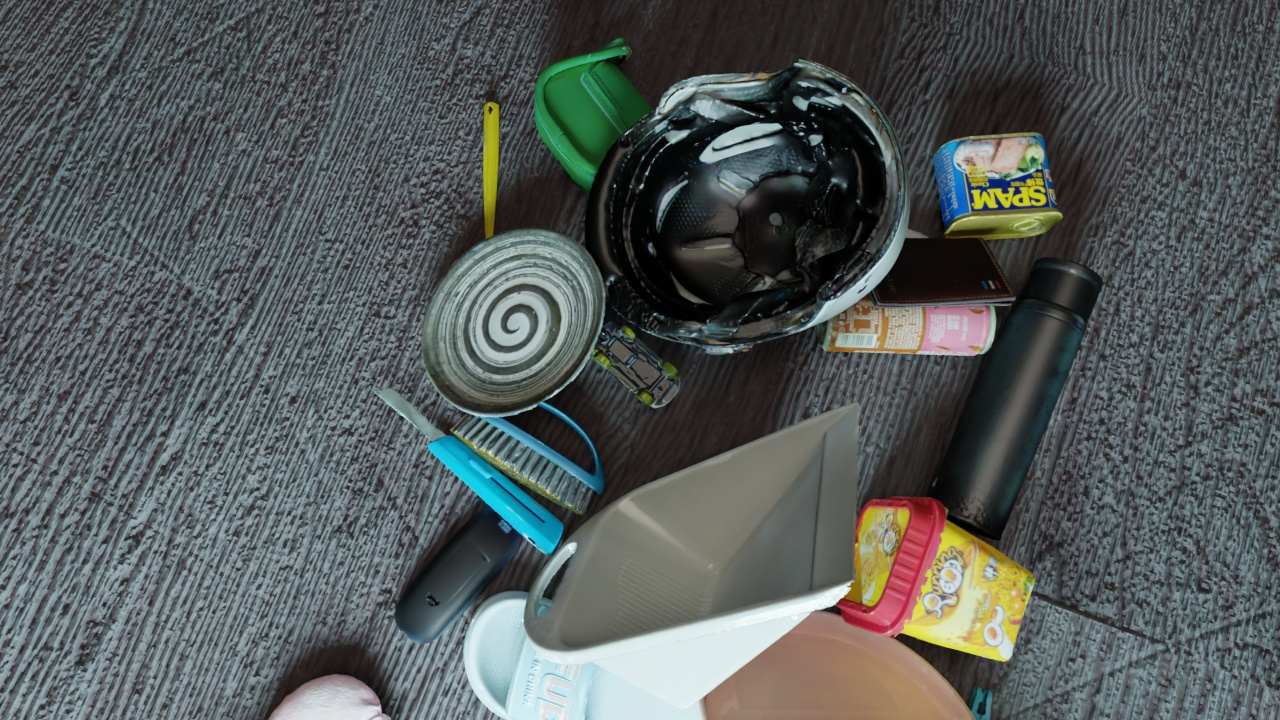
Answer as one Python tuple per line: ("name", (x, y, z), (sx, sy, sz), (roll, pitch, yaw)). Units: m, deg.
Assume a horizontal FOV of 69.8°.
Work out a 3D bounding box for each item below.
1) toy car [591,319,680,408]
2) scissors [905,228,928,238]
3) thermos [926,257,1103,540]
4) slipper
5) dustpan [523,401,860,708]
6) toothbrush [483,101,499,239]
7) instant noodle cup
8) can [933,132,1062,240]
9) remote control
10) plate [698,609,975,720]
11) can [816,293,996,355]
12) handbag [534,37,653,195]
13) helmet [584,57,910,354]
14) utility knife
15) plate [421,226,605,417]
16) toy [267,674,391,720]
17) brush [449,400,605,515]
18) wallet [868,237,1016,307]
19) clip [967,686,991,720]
("toy car", (-0.005, 0.005, 0.826), (0.090, 0.035, 0.042), (41, 82, 7))
("scissors", (0.204, -0.123, 0.866), (0.204, 0.015, 0.202), (-16, 78, -5))
("thermos", (0.331, 0.036, 0.802), (0.068, 0.090, 0.242), (22, 83, 39))
("slipper", (-0.031, 0.270, 0.750), (0.245, 0.074, 0.104), (19, 79, 2))
("dustpan", (0.029, 0.138, 0.698), (0.142, 0.222, 0.258), (32, 121, -4))
("toothbrush", (-0.143, -0.156, 0.868), (0.016, 0.016, 0.190), (-1, 78, 2))
("instant noodle cup", (0.243, 0.184, 0.758), (0.123, 0.116, 0.116), (25, 78, -7))
("can", (0.329, -0.161, 0.853), (0.102, 0.057, 0.083), (-4, 76, -2))
("remote control", (-0.158, 0.184, 0.792), (0.053, 0.024, 0.136), (40, 81, 7))
("plate", (0.153, 0.283, 0.699), (0.229, 0.228, 0.028), (16, 121, 3))
("can", (0.236, -0.035, 0.824), (0.147, 0.058, 0.058), (2, 78, 0))
("handbag", (-0.031, -0.225, 0.857), (0.120, 0.068, 0.131), (-37, 81, -9))
("helmet", (0.104, -0.123, 0.783), (0.275, 0.156, 0.230), (-14, 81, 33))
("utility knife", (-0.153, 0.092, 0.811), (0.216, 0.018, 0.034), (39, 41, 9))
("plate", (-0.111, -0.034, 0.802), (0.180, 0.024, 0.179), (-8, 68, 19))
("toy", (-0.273, 0.334, 0.744), (0.159, 0.054, 0.121), (-32, 73, -7))
("brush", (-0.091, 0.072, 0.800), (0.144, 0.055, 0.073), (32, 81, 6))
("wallet", (0.258, -0.079, 0.818), (0.122, 0.020, 0.096), (-1, 40, -3))
("clip", (0.284, 0.304, 0.776), (0.038, 0.013, 0.055), (14, 78, 2))
